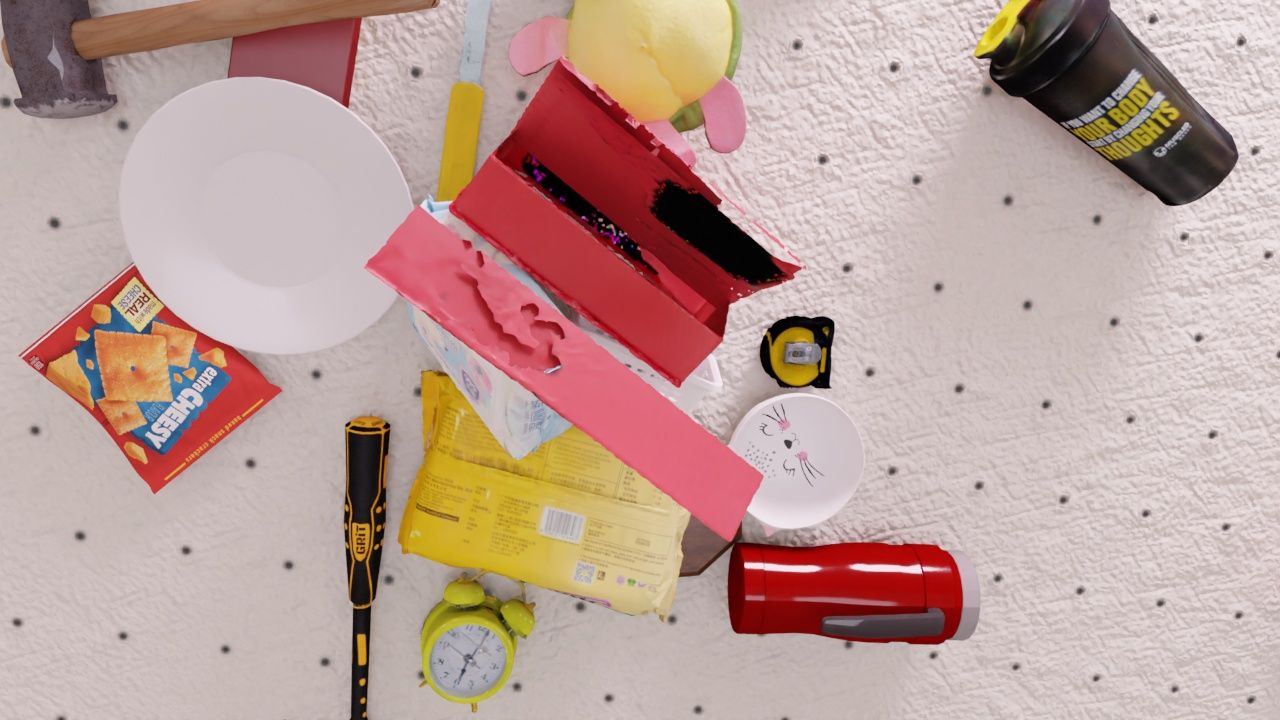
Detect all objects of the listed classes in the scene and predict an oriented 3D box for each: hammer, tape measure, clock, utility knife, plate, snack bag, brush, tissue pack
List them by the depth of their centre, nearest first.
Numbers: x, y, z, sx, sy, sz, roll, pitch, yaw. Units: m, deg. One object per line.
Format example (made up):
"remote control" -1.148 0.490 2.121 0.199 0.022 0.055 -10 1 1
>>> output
"hammer" -0.296 -0.236 0.633 0.329 0.052 0.098 -5 101 11
"tissue pack" -0.113 -0.024 0.668 0.069 0.112 0.182 -31 67 -27
"brush" -0.252 -0.240 0.680 0.082 0.042 0.173 11 99 -8
"plate" -0.274 -0.103 0.683 0.208 0.015 0.209 -3 113 -6
"snack bag" -0.379 0.010 0.715 0.131 0.039 0.144 -39 102 1
"utility knife" -0.137 -0.182 0.716 0.030 0.019 0.225 7 104 -13
"snack bag" -0.071 0.109 0.731 0.247 0.068 0.159 14 94 0
"tape measure" 0.132 -0.006 0.768 0.061 0.034 0.062 -1 100 -4
"hammer" -0.237 0.202 0.771 0.123 0.036 0.321 4 102 -6
"clock" -0.139 0.230 0.773 0.083 0.057 0.119 26 90 -10
"plate" 0.028 0.133 0.787 0.131 0.025 0.131 -1 101 -6

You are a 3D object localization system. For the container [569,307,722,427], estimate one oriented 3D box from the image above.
"container" -0.004 0.004 0.736 0.129 0.080 0.050 23 108 -10

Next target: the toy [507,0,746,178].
"toy" -0.003 -0.253 0.681 0.190 0.087 0.238 -26 98 15

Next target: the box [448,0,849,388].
"box" 0.043 -0.205 0.772 0.214 0.171 0.477 39 63 -10

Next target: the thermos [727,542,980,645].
"thermos" 0.180 0.200 0.774 0.198 0.108 0.084 3 101 -4

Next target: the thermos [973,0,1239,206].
"thermos" 0.372 -0.215 0.728 0.221 0.098 0.098 32 95 -14

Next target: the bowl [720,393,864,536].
"bowl" 0.125 0.079 0.774 0.114 0.050 0.115 -1 101 -6
